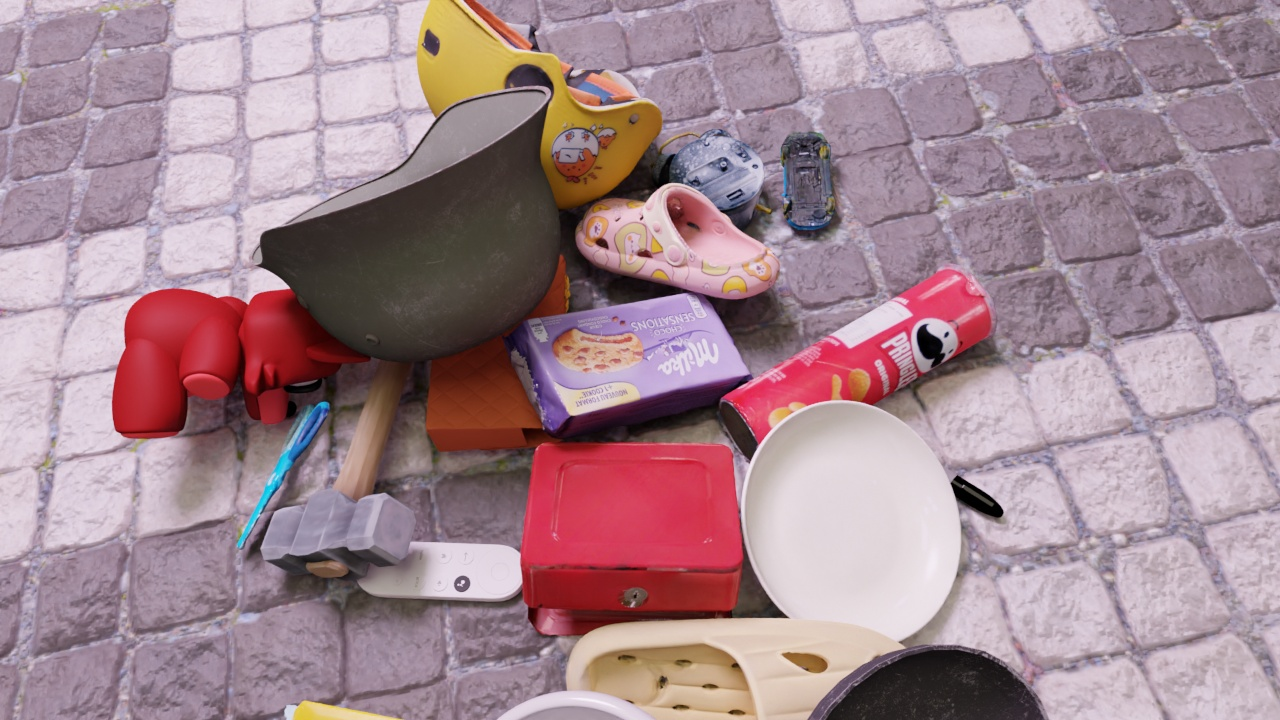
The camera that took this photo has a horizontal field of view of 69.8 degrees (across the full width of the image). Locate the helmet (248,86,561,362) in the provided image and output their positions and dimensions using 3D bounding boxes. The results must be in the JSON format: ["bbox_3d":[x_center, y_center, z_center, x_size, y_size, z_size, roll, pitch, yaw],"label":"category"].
[{"bbox_3d":[-0.163,-0.084,0.694,0.268,0.154,0.226,-4,32,30],"label":"helmet"}]

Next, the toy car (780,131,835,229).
[{"bbox_3d":[0.157,-0.168,0.872,0.048,0.032,0.105,-1,67,2],"label":"toy car"}]

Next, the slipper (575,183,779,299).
[{"bbox_3d":[0.032,-0.115,0.801,0.197,0.082,0.093,20,38,28],"label":"slipper"}]

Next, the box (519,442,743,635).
[{"bbox_3d":[-0.007,0.125,0.679,0.157,0.123,0.136,-2,57,3],"label":"box"}]

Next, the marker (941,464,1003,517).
[{"bbox_3d":[0.229,0.083,0.738,0.139,0.022,0.016,34,81,18],"label":"marker"}]

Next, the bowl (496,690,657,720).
[{"bbox_3d":[-0.035,0.306,0.601,0.177,0.066,0.176,-3,77,13],"label":"bowl"}]

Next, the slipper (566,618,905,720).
[{"bbox_3d":[0.073,0.233,0.617,0.261,0.079,0.111,3,97,9],"label":"slipper"}]

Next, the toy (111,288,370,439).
[{"bbox_3d":[-0.325,-0.006,0.767,0.197,0.121,0.158,-8,19,-13],"label":"toy"}]

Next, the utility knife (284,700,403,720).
[{"bbox_3d":[-0.189,0.271,0.669,0.155,0.017,0.030,8,58,7],"label":"utility knife"}]

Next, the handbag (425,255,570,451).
[{"bbox_3d":[-0.117,-0.008,0.787,0.109,0.060,0.171,-3,61,2],"label":"handbag"}]

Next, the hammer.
[{"bbox_3d":[-0.214,0.025,0.773,0.117,0.051,0.322,-11,52,28],"label":"hammer"}]

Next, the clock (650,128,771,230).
[{"bbox_3d":[0.064,-0.173,0.869,0.090,0.052,0.129,-28,65,-11],"label":"clock"}]

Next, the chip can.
[{"bbox_3d":[0.177,0.005,0.755,0.232,0.073,0.073,-29,64,-11],"label":"chip can"}]

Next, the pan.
[{"bbox_3d":[0.132,0.339,0.571,0.207,0.040,0.356,36,83,-17],"label":"pan"}]

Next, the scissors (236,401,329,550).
[{"bbox_3d":[-0.291,0.093,0.744,0.015,0.083,0.140,37,59,-27],"label":"scissors"}]

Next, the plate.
[{"bbox_3d":[0.154,0.122,0.692,0.182,0.034,0.182,5,72,-17],"label":"plate"}]

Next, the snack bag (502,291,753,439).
[{"bbox_3d":[-0.004,0.004,0.747,0.205,0.059,0.096,-10,58,-32],"label":"snack bag"}]

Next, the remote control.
[{"bbox_3d":[-0.157,0.166,0.724,0.136,0.013,0.043,1,62,4],"label":"remote control"}]

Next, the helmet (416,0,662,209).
[{"bbox_3d":[-0.109,-0.224,0.828,0.240,0.140,0.209,24,18,-22],"label":"helmet"}]
